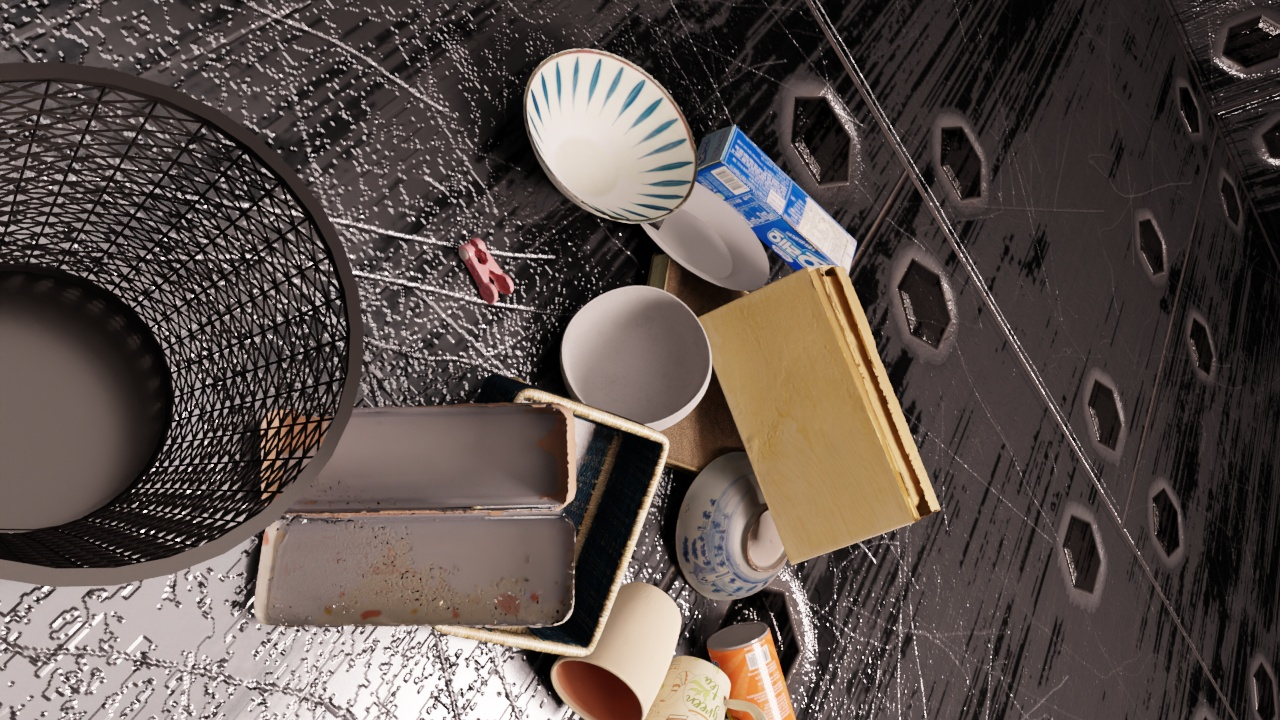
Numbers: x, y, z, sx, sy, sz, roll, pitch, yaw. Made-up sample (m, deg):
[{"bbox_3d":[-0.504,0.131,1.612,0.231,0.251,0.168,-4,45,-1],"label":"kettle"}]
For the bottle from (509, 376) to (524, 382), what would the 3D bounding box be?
[{"bbox_3d":[-0.062,0.075,0.788,0.162,0.057,0.056,35,59,-31],"label":"bottle"}]

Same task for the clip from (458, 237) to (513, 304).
[{"bbox_3d":[-0.129,-0.080,0.788,0.038,0.022,0.059,-42,106,-35],"label":"clip"}]

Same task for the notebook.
[{"bbox_3d":[0.073,0.014,0.935,0.190,0.035,0.215,23,66,-36],"label":"notebook"}]

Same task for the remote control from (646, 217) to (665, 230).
[{"bbox_3d":[0.018,-0.169,0.909,0.039,0.010,0.124,31,37,-13],"label":"remote control"}]

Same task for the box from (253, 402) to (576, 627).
[{"bbox_3d":[-0.151,0.105,0.618,0.058,0.216,0.154,57,31,-82],"label":"box"}]

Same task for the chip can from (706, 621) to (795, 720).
[{"bbox_3d":[0.122,0.363,0.880,0.062,0.062,0.210,-18,92,-42],"label":"chip can"}]

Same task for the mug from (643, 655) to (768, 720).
[{"bbox_3d":[0.055,0.319,0.799,0.097,0.122,0.081,-60,138,-41],"label":"mug"}]

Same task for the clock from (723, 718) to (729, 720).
[{"bbox_3d":[0.071,0.383,0.812,0.051,0.089,0.124,40,57,-27],"label":"clock"}]

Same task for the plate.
[{"bbox_3d":[0.055,-0.128,0.928,0.172,0.019,0.172,25,38,-21],"label":"plate"}]

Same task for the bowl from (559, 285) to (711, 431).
[{"bbox_3d":[-0.005,0.005,0.826,0.132,0.064,0.131,1,71,-2],"label":"bowl"}]

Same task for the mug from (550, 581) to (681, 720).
[{"bbox_3d":[-0.012,0.256,0.782,0.104,0.085,0.112,-50,141,-49],"label":"mug"}]

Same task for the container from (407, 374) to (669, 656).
[{"bbox_3d":[-0.079,0.119,0.709,0.145,0.071,0.187,21,88,-32],"label":"container"}]

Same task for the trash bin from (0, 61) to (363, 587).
[{"bbox_3d":[-0.297,0.003,0.468,0.216,0.244,0.216,11,73,-40],"label":"trash bin"}]

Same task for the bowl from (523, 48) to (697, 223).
[{"bbox_3d":[-0.039,-0.192,0.849,0.177,0.071,0.177,12,65,-27],"label":"bowl"}]

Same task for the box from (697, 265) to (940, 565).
[{"bbox_3d":[0.161,0.048,0.857,0.122,0.141,0.248,-10,76,-41],"label":"box"}]

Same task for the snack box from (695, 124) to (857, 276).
[{"bbox_3d":[0.153,-0.170,1.032,0.226,0.059,0.059,35,62,-30],"label":"snack box"}]

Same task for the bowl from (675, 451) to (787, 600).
[{"bbox_3d":[0.107,0.167,0.892,0.150,0.057,0.151,-6,100,-39],"label":"bowl"}]
